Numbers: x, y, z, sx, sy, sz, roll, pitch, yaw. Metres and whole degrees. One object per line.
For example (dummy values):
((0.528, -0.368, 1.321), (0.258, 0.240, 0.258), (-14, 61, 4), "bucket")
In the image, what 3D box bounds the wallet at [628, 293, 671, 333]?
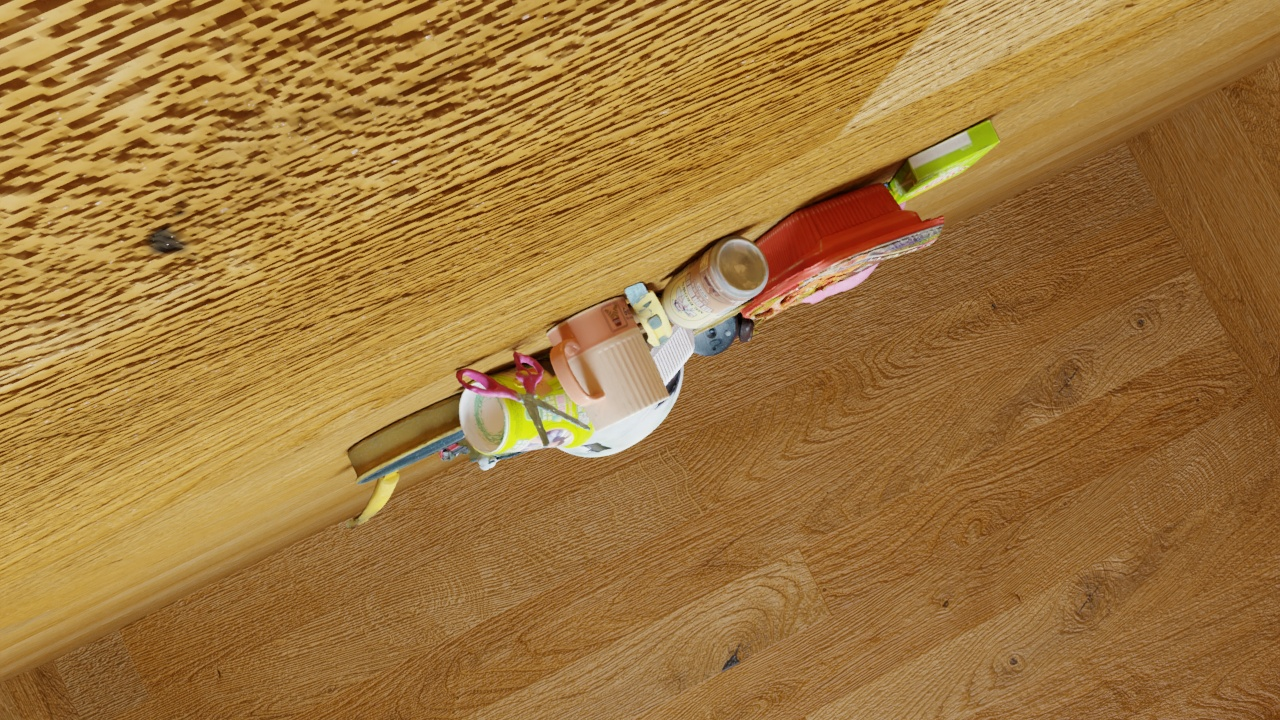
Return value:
((-0.017, -0.038, 0.989), (0.115, 0.033, 0.090), (-21, 176, -22), "wallet")

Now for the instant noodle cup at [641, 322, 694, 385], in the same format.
((-0.006, 0.006, 1.084), (0.138, 0.060, 0.173), (-23, -162, 41), "instant noodle cup")

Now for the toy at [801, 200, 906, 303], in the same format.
((0.261, -0.132, 1.170), (0.178, 0.074, 0.195), (-42, 171, -13), "toy")

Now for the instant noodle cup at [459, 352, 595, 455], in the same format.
((-0.125, 0.052, 0.991), (0.112, 0.111, 0.123), (-28, 169, 39), "instant noodle cup")

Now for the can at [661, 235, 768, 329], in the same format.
((0.067, -0.070, 0.852), (0.058, 0.058, 0.116), (-25, 177, -26), "can")

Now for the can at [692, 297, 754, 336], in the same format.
((0.076, -0.063, 1.146), (0.149, 0.049, 0.074), (-29, 176, 43), "can")

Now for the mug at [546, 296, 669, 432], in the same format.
((-0.037, 0.007, 0.855), (0.082, 0.106, 0.114), (-28, 177, 31), "mug")

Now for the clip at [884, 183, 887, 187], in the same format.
((0.263, -0.179, 1.014), (0.027, 0.045, 0.058), (-31, -174, 9), "clip")

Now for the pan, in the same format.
((-0.290, 0.130, 1.128), (0.359, 0.078, 0.197), (-29, 176, 42), "pan")

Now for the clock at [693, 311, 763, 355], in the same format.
((0.107, -0.055, 1.234), (0.122, 0.082, 0.055), (-19, -175, 25), "clock")

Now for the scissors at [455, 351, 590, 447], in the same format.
((-0.109, 0.032, 0.833), (0.131, 0.133, 0.017), (10, 123, -30), "scissors")

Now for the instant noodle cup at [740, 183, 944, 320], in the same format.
((0.189, -0.111, 0.923), (0.164, 0.079, 0.189), (-21, 174, -21), "instant noodle cup")

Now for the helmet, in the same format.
((-0.037, 0.057, 1.362), (0.258, 0.146, 0.229), (-26, 177, -1), "helmet")

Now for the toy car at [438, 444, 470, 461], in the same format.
((-0.268, 0.118, 1.428), (0.121, 0.045, 0.052), (-34, 172, 30), "toy car")

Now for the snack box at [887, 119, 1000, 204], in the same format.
((0.305, -0.199, 0.941), (0.086, 0.026, 0.156), (-26, 178, 6), "snack box")

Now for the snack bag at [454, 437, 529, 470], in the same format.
((-0.199, 0.106, 1.287), (0.110, 0.039, 0.191), (-16, -165, -21), "snack bag")

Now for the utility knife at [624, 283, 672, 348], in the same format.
((0.008, -0.046, 0.914), (0.031, 0.020, 0.188), (-38, 157, -1), "utility knife")
